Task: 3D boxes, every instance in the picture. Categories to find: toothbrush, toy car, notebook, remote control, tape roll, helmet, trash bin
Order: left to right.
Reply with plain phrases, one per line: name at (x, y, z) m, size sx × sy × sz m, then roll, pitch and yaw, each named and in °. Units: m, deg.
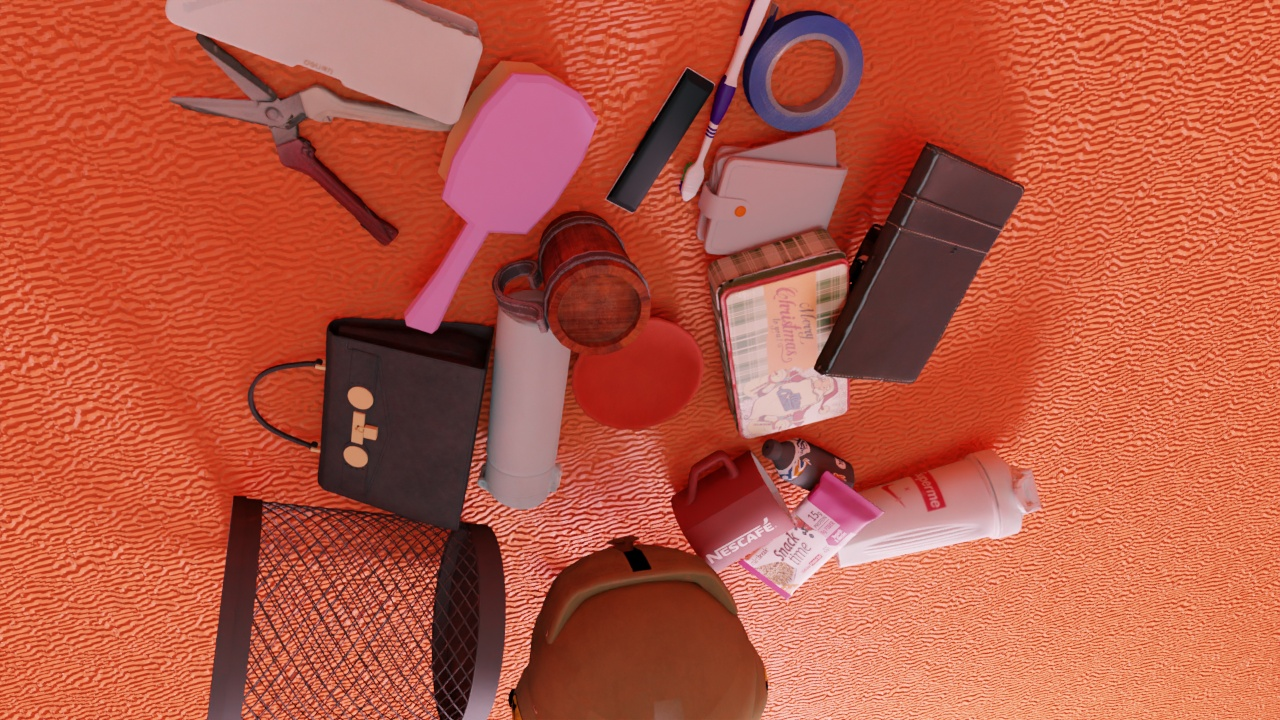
trash bin at (-0.258, 0.238, 0.830) m, size 0.227 × 0.217 × 0.218 m, roll 7°, pitch 121°, yaw -23°
helmet at (-0.001, 0.288, 0.883) m, size 0.250 × 0.255 × 0.233 m, roll -6°, pitch 128°, yaw -12°
remote control at (0.015, -0.174, 0.737) m, size 0.028 × 0.011 × 0.124 m, roll 23°, pitch 115°, yaw -26°
toothbrush at (0.067, -0.212, 0.722) m, size 0.015 × 0.016 × 0.187 m, roll 11°, pitch 118°, yaw -20°
tape roll at (0.128, -0.228, 0.726) m, size 0.093 × 0.016 × 0.091 m, roll 9°, pitch 121°, yaw -19°
toy car at (0.206, -0.074, 0.826) m, size 0.037 × 0.040 × 0.092 m, roll -23°, pitch 138°, yaw -54°
notebook at (0.247, -0.075, 0.809) m, size 0.169 × 0.029 × 0.209 m, roll 5°, pitch 119°, yaw -45°

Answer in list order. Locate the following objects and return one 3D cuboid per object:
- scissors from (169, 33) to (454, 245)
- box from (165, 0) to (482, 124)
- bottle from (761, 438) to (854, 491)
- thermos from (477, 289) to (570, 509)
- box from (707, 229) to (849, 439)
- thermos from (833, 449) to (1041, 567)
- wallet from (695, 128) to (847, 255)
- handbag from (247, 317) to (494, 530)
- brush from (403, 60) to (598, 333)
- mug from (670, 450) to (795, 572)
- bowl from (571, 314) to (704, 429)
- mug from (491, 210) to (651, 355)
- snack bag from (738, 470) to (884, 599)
scissors at (-0.227, -0.167, 0.679) m, size 0.179 × 0.015 × 0.199 m, roll -21°, pitch 126°, yaw 1°
box at (-0.209, -0.228, 0.623) m, size 0.198 × 0.067 × 0.084 m, roll 15°, pitch 138°, yaw -21°
bottle at (0.172, 0.109, 0.946) m, size 0.112 × 0.047 × 0.047 m, roll 26°, pitch 114°, yaw -27°
thermos at (-0.101, 0.041, 0.820) m, size 0.078 × 0.065 × 0.207 m, roll 8°, pitch 122°, yaw -4°
box at (0.129, -0.016, 0.829) m, size 0.117 × 0.050 × 0.206 m, roll -16°, pitch 135°, yaw -4°
thermos at (0.312, 0.164, 0.991) m, size 0.220 × 0.099 × 0.099 m, roll -16°, pitch 126°, yaw 2°
wallet at (0.111, -0.143, 0.765) m, size 0.118 × 0.037 × 0.115 m, roll 2°, pitch 125°, yaw -18°
handbag at (-0.241, 0.045, 0.802) m, size 0.195 × 0.072 × 0.176 m, roll 10°, pitch 121°, yaw -8°
brush at (-0.123, -0.121, 0.710) m, size 0.089 × 0.043 × 0.229 m, roll 19°, pitch 117°, yaw -36°
mug at (0.085, 0.143, 0.929) m, size 0.097 × 0.080 × 0.116 m, roll -32°, pitch 118°, yaw 8°
bowl at (-0.005, 0.005, 0.838) m, size 0.122 × 0.035 × 0.122 m, roll -7°, pitch 125°, yaw -10°
mug at (-0.059, -0.061, 0.733) m, size 0.117 × 0.111 × 0.081 m, roll -18°, pitch 126°, yaw -2°
snack bag at (0.174, 0.190, 0.968) m, size 0.070 × 0.016 × 0.197 m, roll 37°, pitch 134°, yaw 6°
